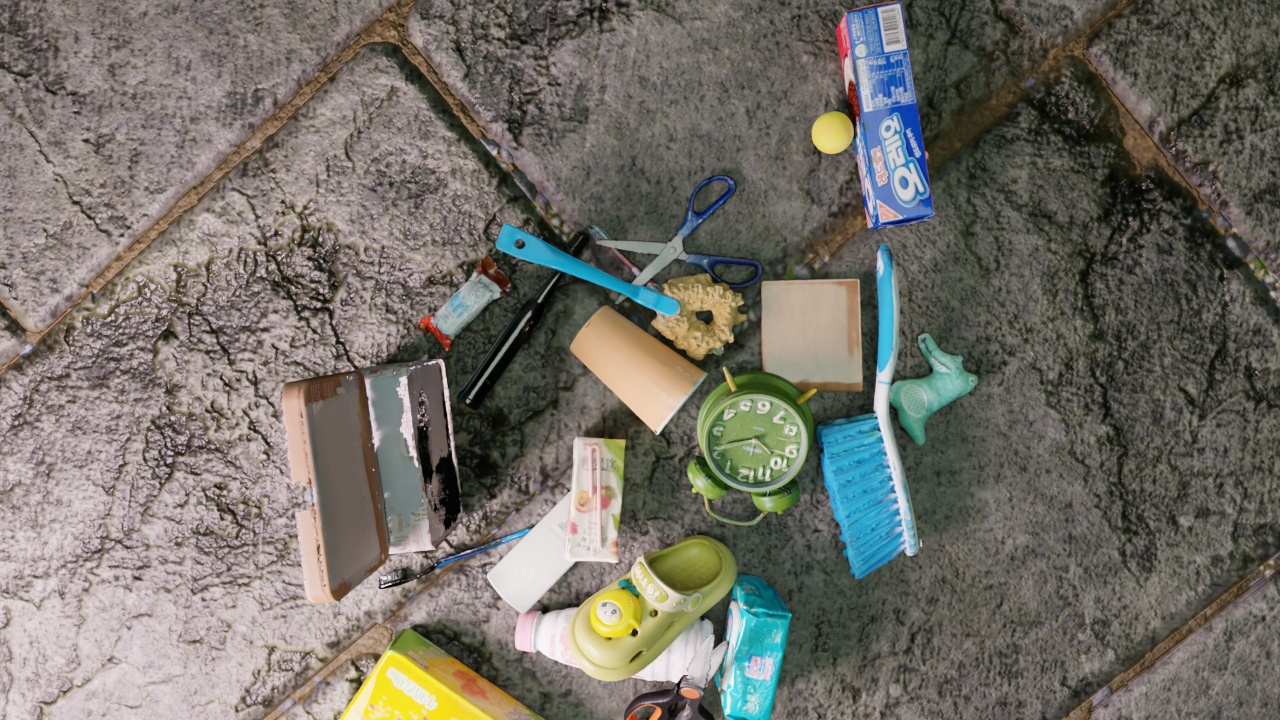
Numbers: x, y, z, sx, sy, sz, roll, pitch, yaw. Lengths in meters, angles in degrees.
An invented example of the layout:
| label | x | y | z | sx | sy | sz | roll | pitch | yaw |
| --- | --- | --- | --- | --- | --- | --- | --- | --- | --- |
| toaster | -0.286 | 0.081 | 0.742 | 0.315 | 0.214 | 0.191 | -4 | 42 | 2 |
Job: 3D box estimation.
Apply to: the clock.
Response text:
| label | x | y | z | sx | sy | sz | roll | pitch | yaw |
| --- | --- | --- | --- | --- | --- | --- | --- | --- | --- |
| clock | 0.109 | 0.089 | 0.906 | 0.116 | 0.056 | 0.161 | 13 | 106 | 3 |

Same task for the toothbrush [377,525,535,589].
| label | x | y | z | sx | sy | sz | roll | pitch | yaw |
| --- | --- | --- | --- | --- | --- | --- | --- | --- | --- |
| toothbrush | -0.187 | 0.201 | 0.956 | 0.189 | 0.014 | 0.016 | -21 | 69 | 3 |

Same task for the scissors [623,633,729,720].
| label | x | y | z | sx | sy | sz | roll | pitch | yaw |
| --- | --- | --- | --- | --- | --- | --- | --- | --- | --- |
| scissors | 0.060 | 0.321 | 0.882 | 0.148 | 0.021 | 0.236 | 34 | 134 | -14 |

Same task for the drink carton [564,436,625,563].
| label | x | y | z | sx | sy | sz | roll | pitch | yaw |
| --- | --- | --- | --- | --- | --- | --- | --- | --- | --- |
| drink carton | -0.044 | 0.138 | 0.910 | 0.053 | 0.045 | 0.122 | 5 | 78 | -7 |

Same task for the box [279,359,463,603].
| label | x | y | z | sx | sy | sz | roll | pitch | yaw |
| --- | --- | --- | --- | --- | --- | --- | --- | --- | --- |
| box | -0.239 | 0.095 | 0.828 | 0.082 | 0.259 | 0.177 | -6 | 93 | 5 |

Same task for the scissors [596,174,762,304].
| label | x | y | z | sx | sy | sz | roll | pitch | yaw |
| --- | --- | --- | --- | --- | --- | --- | --- | --- | --- |
| scissors | 0.046 | -0.115 | 0.916 | 0.162 | 0.012 | 0.174 | 28 | 88 | -6 |

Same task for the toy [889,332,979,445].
| label | x | y | z | sx | sy | sz | roll | pitch | yaw |
| --- | --- | --- | --- | --- | --- | --- | --- | --- | --- |
| toy | 0.289 | 0.023 | 0.915 | 0.092 | 0.030 | 0.096 | -29 | 85 | -1 |

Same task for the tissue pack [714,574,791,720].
| label | x | y | z | sx | sy | sz | roll | pitch | yaw |
| --- | --- | --- | --- | --- | --- | --- | --- | --- | --- |
| tissue pack | 0.108 | 0.289 | 0.908 | 0.050 | 0.093 | 0.133 | 10 | 94 | -2 |

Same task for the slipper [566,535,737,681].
| label | x | y | z | sx | sy | sz | roll | pitch | yaw |
| --- | --- | --- | --- | --- | --- | --- | --- | --- | --- |
| slipper | 0.010 | 0.221 | 0.884 | 0.190 | 0.091 | 0.082 | -31 | 136 | -24 |

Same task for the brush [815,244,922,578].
| label | x | y | z | sx | sy | sz | roll | pitch | yaw |
| --- | --- | --- | --- | --- | --- | --- | --- | --- | --- |
| brush | 0.221 | 0.053 | 0.891 | 0.109 | 0.060 | 0.314 | -14 | 100 | 3 |

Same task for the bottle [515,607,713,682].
| label | x | y | z | sx | sy | sz | roll | pitch | yaw |
| --- | --- | --- | --- | --- | --- | --- | --- | --- | --- |
| bottle | -0.027 | 0.284 | 0.929 | 0.197 | 0.068 | 0.068 | 6 | 94 | 6 |

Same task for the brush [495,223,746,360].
| label | x | y | z | sx | sy | sz | roll | pitch | yaw |
| --- | --- | --- | --- | --- | --- | --- | --- | --- | --- |
| brush | -0.015 | -0.071 | 0.876 | 0.254 | 0.046 | 0.083 | 21 | 97 | -15 |

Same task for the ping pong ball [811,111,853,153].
| label | x | y | z | sx | sy | sz | roll | pitch | yaw |
| --- | --- | --- | --- | --- | --- | --- | --- | --- | --- |
| ping pong ball | 0.188 | -0.222 | 0.896 | 0.040 | 0.040 | 0.040 | 0 | 94 | 3 |

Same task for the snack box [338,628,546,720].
| label | x | y | z | sx | sy | sz | roll | pitch | yaw |
| --- | --- | --- | --- | --- | --- | --- | --- | --- | --- |
| snack box | -0.205 | 0.401 | 0.941 | 0.210 | 0.070 | 0.158 | 34 | 94 | 0 |

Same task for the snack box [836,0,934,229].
| label | x | y | z | sx | sy | sz | roll | pitch | yaw |
| --- | --- | --- | --- | --- | --- | --- | --- | --- | --- |
| snack box | 0.235 | -0.231 | 0.884 | 0.057 | 0.058 | 0.207 | -10 | 93 | 3 |

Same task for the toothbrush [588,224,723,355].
| label | x | y | z | sx | sy | sz | roll | pitch | yaw |
| --- | --- | --- | --- | --- | --- | --- | --- | --- | --- |
| toothbrush | 0.015 | -0.072 | 0.925 | 0.187 | 0.017 | 0.016 | 44 | 94 | 0 |

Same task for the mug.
| label | x | y | z | sx | sy | sz | roll | pitch | yaw |
| --- | --- | --- | --- | --- | --- | --- | --- | --- | --- |
| mug | -0.005 | 0.005 | 0.907 | 0.123 | 0.078 | 0.078 | 39 | 94 | 5 |

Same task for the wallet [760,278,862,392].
| label | x | y | z | sx | sy | sz | roll | pitch | yaw |
| --- | --- | --- | --- | --- | --- | --- | --- | --- | --- |
| wallet | 0.172 | -0.024 | 0.922 | 0.101 | 0.020 | 0.115 | 0 | 91 | 4 |

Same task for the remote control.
| label | x | y | z | sx | sy | sz | roll | pitch | yaw |
| --- | --- | --- | --- | --- | --- | --- | --- | --- | --- |
| remote control | -0.092 | 0.192 | 0.935 | 0.056 | 0.019 | 0.135 | 44 | 83 | 1 |

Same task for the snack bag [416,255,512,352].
| label | x | y | z | sx | sy | sz | roll | pitch | yaw |
| --- | --- | --- | --- | --- | --- | --- | --- | --- | --- |
| snack bag | -0.178 | -0.056 | 0.931 | 0.105 | 0.026 | 0.045 | -44 | 82 | 4 |

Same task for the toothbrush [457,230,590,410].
| label | x | y | z | sx | sy | sz | roll | pitch | yaw |
| --- | --- | --- | --- | --- | --- | --- | --- | --- | --- |
| toothbrush | -0.117 | -0.042 | 0.931 | 0.026 | 0.027 | 0.213 | 32 | 95 | -44 |
